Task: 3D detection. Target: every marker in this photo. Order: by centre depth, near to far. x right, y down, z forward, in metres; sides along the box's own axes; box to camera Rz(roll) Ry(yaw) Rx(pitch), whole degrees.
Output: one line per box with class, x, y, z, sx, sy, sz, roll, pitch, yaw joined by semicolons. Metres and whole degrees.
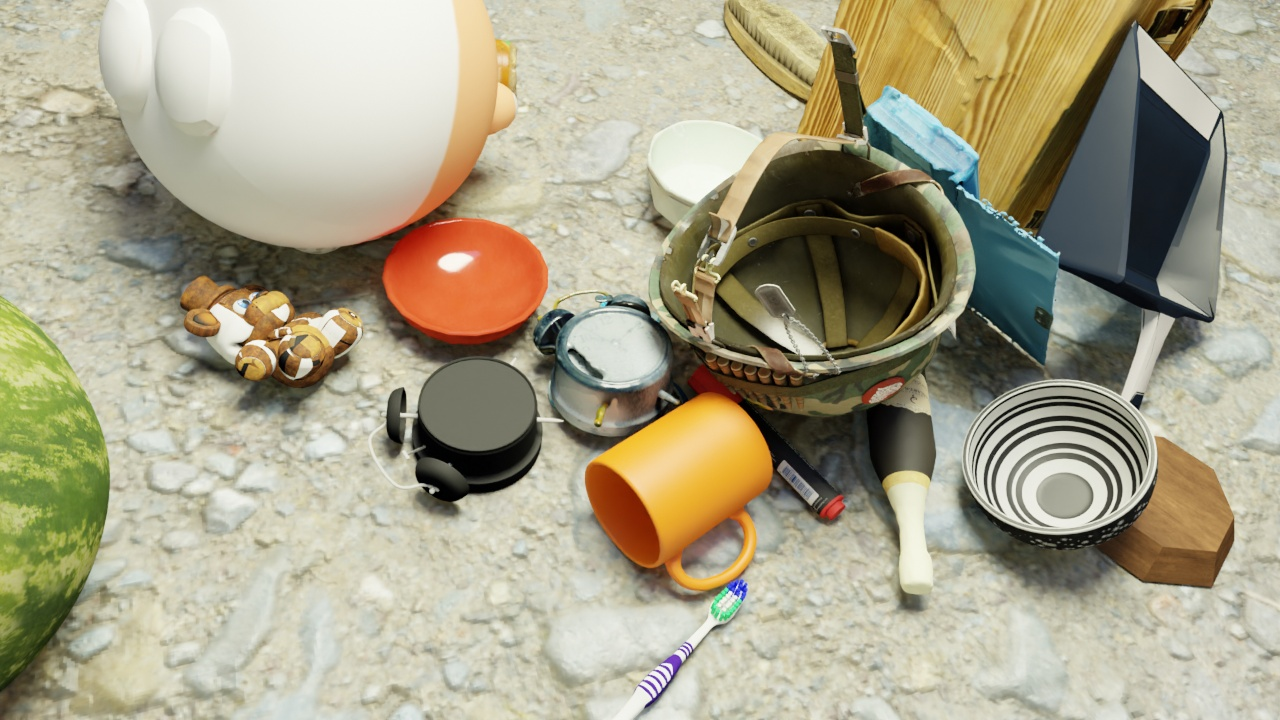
marker;0.089;0.058;0.658;0.023;0.021;0.145;-43;65;-2

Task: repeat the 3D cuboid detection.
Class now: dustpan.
dustpan;0.398;-0.083;0.711;0.235;0.273;0.080;7;18;-45

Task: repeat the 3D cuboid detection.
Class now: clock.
clock;-0.120;0.046;0.616;0.120;0.043;0.091;-24;59;-26
clock;-0.025;-0.004;0.656;0.090;0.052;0.129;-14;49;-17

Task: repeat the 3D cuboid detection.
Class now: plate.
plate;0.375;0.100;0.670;0.131;0.025;0.131;5;51;-6

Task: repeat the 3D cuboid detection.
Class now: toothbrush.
toothbrush;0.006;0.192;0.538;0.015;0.016;0.186;38;55;20

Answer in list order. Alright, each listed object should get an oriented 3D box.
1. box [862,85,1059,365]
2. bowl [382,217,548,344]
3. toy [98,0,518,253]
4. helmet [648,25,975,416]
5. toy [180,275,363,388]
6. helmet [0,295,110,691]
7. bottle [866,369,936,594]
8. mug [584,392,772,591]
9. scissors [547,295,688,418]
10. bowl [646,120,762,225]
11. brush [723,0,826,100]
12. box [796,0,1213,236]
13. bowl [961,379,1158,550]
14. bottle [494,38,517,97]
box;0.247;-0.089;0.689;0.033;0.231;0.174;-40;64;5
bowl;-0.132;-0.055;0.700;0.122;0.035;0.121;5;51;-6
toy;-0.232;-0.208;0.674;0.263;0.266;0.280;23;21;28
helmet;0.109;-0.064;0.611;0.192;0.236;0.225;-51;35;-17
toy;-0.260;-0.022;0.633;0.112;0.067;0.087;34;28;2
helmet;-0.378;0.063;0.432;0.213;0.247;0.243;-20;96;-1
bottle;0.185;0.076;0.643;0.045;0.045;0.184;9;51;-3
mug;0.034;0.091;0.593;0.095;0.078;0.112;-30;86;-29
scissors;-0.002;0.003;0.693;0.127;0.012;0.137;27;50;13
bowl;0.059;-0.148;0.792;0.117;0.061;0.117;5;51;-7
brush;0.149;-0.335;0.970;0.059;0.043;0.195;-20;56;-24
box;0.328;-0.268;0.797;0.220;0.280;0.258;-27;61;-29
bowl;0.291;0.081;0.637;0.120;0.066;0.120;-17;47;19
bottle;-0.198;-0.270;0.846;0.167;0.059;0.059;1;51;-9
